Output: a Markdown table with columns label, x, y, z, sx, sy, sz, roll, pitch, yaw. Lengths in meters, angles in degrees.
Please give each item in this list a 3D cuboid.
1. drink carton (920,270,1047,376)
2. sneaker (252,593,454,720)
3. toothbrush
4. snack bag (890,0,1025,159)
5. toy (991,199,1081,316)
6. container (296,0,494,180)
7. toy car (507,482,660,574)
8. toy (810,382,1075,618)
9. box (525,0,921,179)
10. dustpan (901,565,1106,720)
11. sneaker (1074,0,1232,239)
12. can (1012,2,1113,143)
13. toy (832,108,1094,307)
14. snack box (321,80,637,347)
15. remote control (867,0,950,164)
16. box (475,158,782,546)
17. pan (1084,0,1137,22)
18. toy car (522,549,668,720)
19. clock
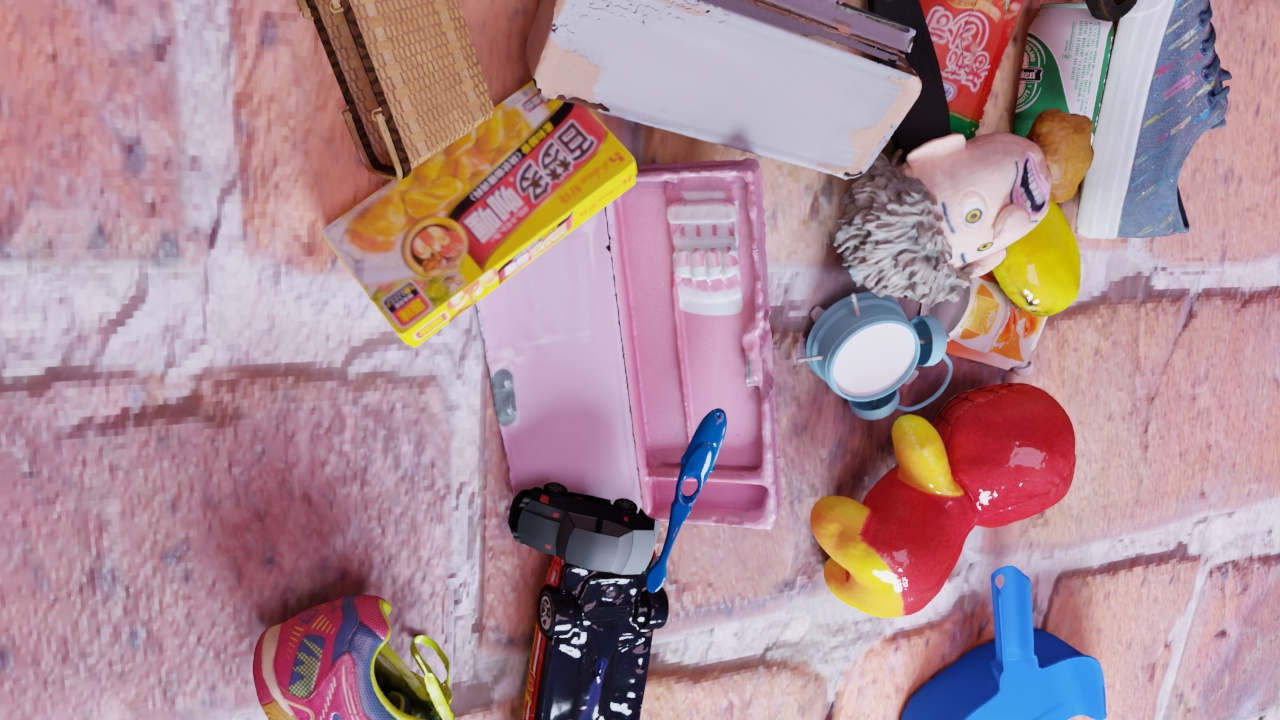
| label | x | y | z | sx | sy | sz | roll | pitch | yaw |
| --- | --- | --- | --- | --- | --- | --- | --- | --- | --- |
| drink carton | 0.265 | -0.029 | 0.687 | 0.122 | 0.039 | 0.069 | 12 | 101 | -34 |
| sneaker | -0.137 | 0.248 | 0.543 | 0.091 | 0.116 | 0.242 | -22 | 109 | -6 |
| toothbrush | 0.027 | 0.086 | 0.562 | 0.021 | 0.016 | 0.132 | 18 | 110 | -3 |
| snack bag | 0.194 | -0.191 | 0.597 | 0.087 | 0.044 | 0.155 | 15 | 107 | -15 |
| toy | 0.286 | -0.078 | 0.661 | 0.095 | 0.041 | 0.094 | 32 | 62 | -28 |
| container | -0.120 | -0.153 | 0.447 | 0.061 | 0.063 | 0.114 | -28 | 117 | -23 |
| toy car | -0.036 | 0.105 | 0.559 | 0.091 | 0.036 | 0.042 | 13 | 113 | -4 |
| toy | 0.228 | 0.097 | 0.671 | 0.216 | 0.099 | 0.148 | -35 | 144 | -10 |
| box | 0.045 | -0.168 | 0.500 | 0.216 | 0.094 | 0.107 | 8 | 105 | -26 |
| dustpan | 0.309 | 0.281 | 0.798 | 0.245 | 0.059 | 0.258 | -20 | 113 | -18 |
| sneaker | 0.367 | -0.196 | 0.632 | 0.087 | 0.079 | 0.236 | -32 | 131 | -53 |
| can | 0.287 | -0.189 | 0.627 | 0.053 | 0.053 | 0.101 | -6 | 110 | -23 |
| toy | 0.212 | -0.096 | 0.586 | 0.176 | 0.076 | 0.133 | -31 | 137 | 9 |
| snack box | -0.083 | -0.082 | 0.483 | 0.152 | 0.025 | 0.075 | -38 | 76 | -9 |
| remote control | 0.167 | -0.185 | 0.574 | 0.039 | 0.010 | 0.125 | -17 | 112 | 7 |
| box | -0.004 | 0.000 | 0.563 | 0.179 | 0.059 | 0.233 | -5 | 112 | 2 |
| pan | 0.209 | -0.357 | 0.525 | 0.248 | 0.043 | 0.356 | -39 | 114 | -9 |
| toy car | -0.036 | 0.211 | 0.612 | 0.081 | 0.056 | 0.189 | 3 | 106 | -27 |
| clock | 0.169 | -0.001 | 0.640 | 0.123 | 0.042 | 0.087 | 26 | 113 | -29 |
